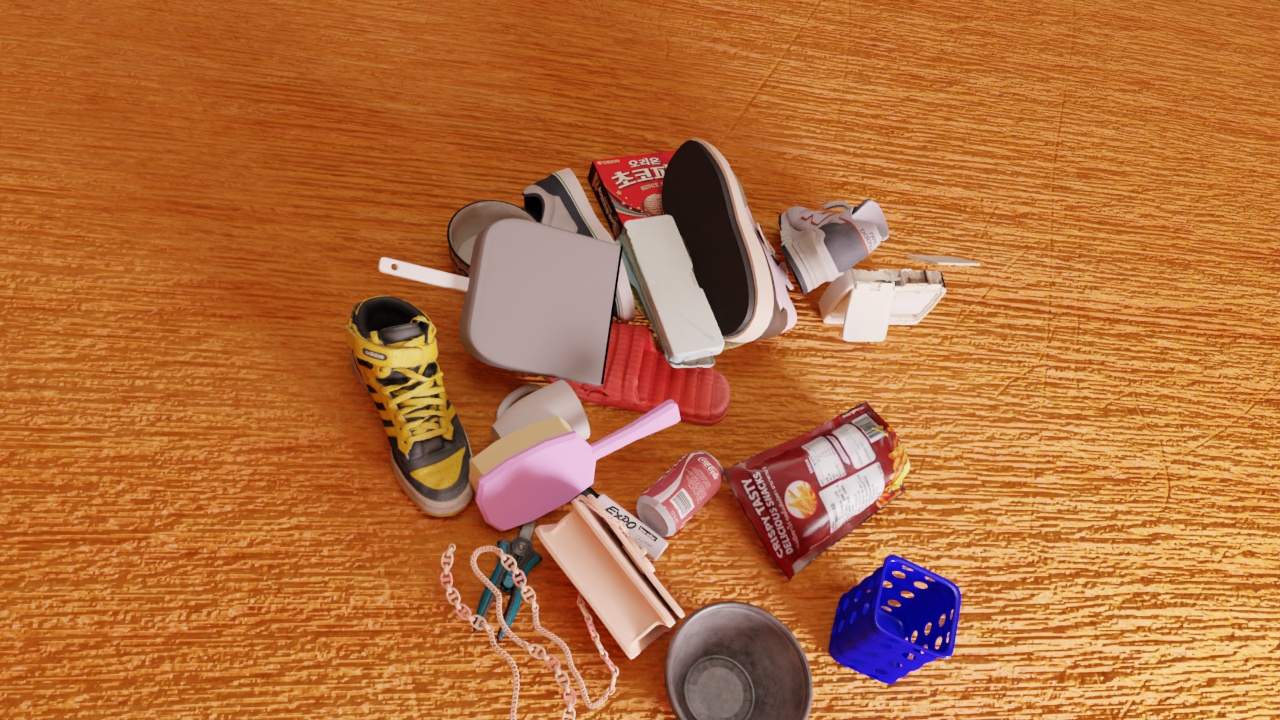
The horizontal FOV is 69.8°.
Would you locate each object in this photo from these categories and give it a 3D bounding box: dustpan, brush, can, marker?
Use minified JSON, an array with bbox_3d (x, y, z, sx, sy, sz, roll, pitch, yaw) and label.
[{"bbox_3d":[-0.150,-0.075,0.987,0.257,0.033,0.163,13,79,-26],"label":"dustpan"},{"bbox_3d":[-0.066,0.093,0.948,0.228,0.089,0.043,-26,40,-14],"label":"brush"},{"bbox_3d":[0.044,0.143,0.993,0.054,0.054,0.096,43,56,13],"label":"can"},{"bbox_3d":[-0.027,0.166,0.974,0.126,0.025,0.025,36,55,8],"label":"marker"}]

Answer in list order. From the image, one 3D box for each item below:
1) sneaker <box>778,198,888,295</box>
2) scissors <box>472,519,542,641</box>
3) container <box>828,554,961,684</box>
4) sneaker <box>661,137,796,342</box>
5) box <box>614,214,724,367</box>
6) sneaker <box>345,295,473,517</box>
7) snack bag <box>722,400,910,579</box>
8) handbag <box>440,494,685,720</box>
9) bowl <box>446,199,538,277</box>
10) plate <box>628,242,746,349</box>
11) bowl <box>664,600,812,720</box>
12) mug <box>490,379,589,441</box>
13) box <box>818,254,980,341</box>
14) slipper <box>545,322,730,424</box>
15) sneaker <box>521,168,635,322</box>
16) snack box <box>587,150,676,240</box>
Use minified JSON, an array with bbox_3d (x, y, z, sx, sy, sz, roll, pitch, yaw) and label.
[{"bbox_3d":[0.246,-0.156,1.154,0.089,0.124,0.239,61,19,-16],"label":"sneaker"},{"bbox_3d":[-0.123,0.214,0.919,0.130,0.019,0.135,-16,64,-33],"label":"scissors"},{"bbox_3d":[0.256,0.268,0.935,0.085,0.114,0.084,25,54,0],"label":"container"},{"bbox_3d":[0.122,-0.152,1.145,0.116,0.112,0.293,8,51,-38],"label":"sneaker"},{"bbox_3d":[0.033,-0.083,1.085,0.085,0.073,0.198,8,52,-45],"label":"box"},{"bbox_3d":[-0.233,0.036,0.940,0.085,0.122,0.238,-22,65,-26],"label":"sneaker"},{"bbox_3d":[0.207,0.139,1.029,0.207,0.067,0.139,-26,91,-28],"label":"snack bag"},{"bbox_3d":[-0.077,0.233,0.899,0.187,0.116,0.198,-39,77,-1],"label":"handbag"},{"bbox_3d":[-0.176,-0.130,1.102,0.115,0.059,0.115,8,56,-12],"label":"bowl"},{"bbox_3d":[0.070,-0.081,1.157,0.184,0.036,0.184,8,56,-12],"label":"plate"},{"bbox_3d":[0.086,0.313,0.885,0.145,0.067,0.144,8,56,-12],"label":"bowl"},{"bbox_3d":[-0.120,0.063,0.997,0.089,0.071,0.107,-25,40,-20],"label":"mug"},{"bbox_3d":[0.322,-0.084,1.146,0.143,0.182,0.080,-1,63,-11],"label":"box"},{"bbox_3d":[-0.006,0.006,1.065,0.248,0.059,0.103,19,54,-6],"label":"slipper"},{"bbox_3d":[-0.079,-0.133,1.127,0.079,0.084,0.235,-22,62,-13],"label":"sneaker"},{"bbox_3d":[0.025,-0.216,1.232,0.151,0.036,0.132,-12,62,-23],"label":"snack box"}]
